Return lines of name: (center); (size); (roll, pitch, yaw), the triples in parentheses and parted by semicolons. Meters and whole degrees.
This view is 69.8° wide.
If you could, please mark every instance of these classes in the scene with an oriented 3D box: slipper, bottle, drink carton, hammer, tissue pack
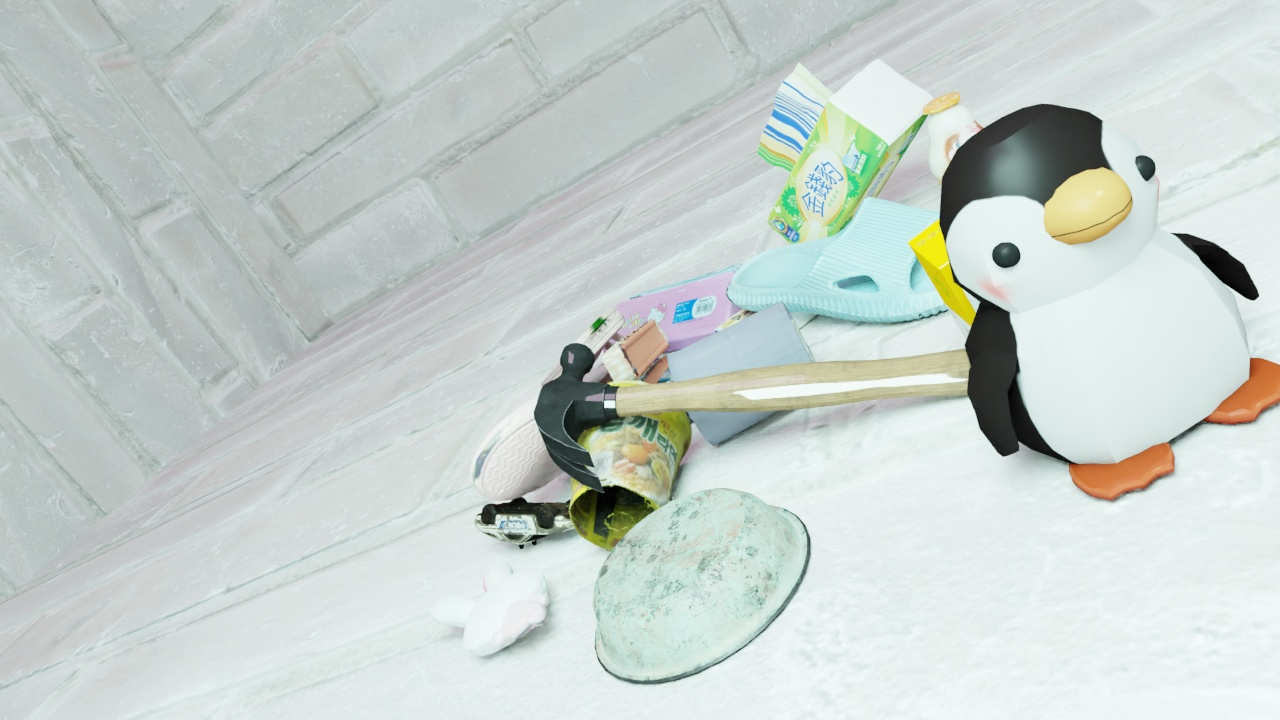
slipper: (-0.048, 0.008, 0.972); (0.094, 0.064, 0.240); (-46, 0, -14)
slipper: (0.184, -0.089, 0.820); (0.277, 0.069, 0.115); (3, 45, 46)
bottle: (0.310, -0.204, 0.890); (0.063, 0.109, 0.063); (-26, 20, 10)
slipper: (-0.080, 0.062, 0.813); (0.107, 0.056, 0.221); (-57, -15, 15)
drink carton: (0.226, -0.042, 0.577); (0.058, 0.122, 0.040); (-37, 33, 8)
hammer: (0.074, 0.025, 0.650); (0.306, 0.040, 0.132); (-6, 38, 15)
tissue pack: (0.193, -0.225, 0.972); (0.120, 0.141, 0.198); (-41, -15, -37)

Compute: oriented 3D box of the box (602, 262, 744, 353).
box: (0.054, -0.064, 1.049); (0.215, 0.062, 0.139); (-12, 24, 49)

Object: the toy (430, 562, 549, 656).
toy: (-0.101, 0.183, 0.674); (0.075, 0.037, 0.126); (-38, 20, -29)

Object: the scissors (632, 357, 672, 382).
scissors: (0.018, 0.009, 0.986); (0.141, 0.013, 0.112); (-24, 20, 32)

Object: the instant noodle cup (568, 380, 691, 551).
instant noodle cup: (-0.014, 0.084, 0.710); (0.102, 0.102, 0.108); (-25, 27, 22)

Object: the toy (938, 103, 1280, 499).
toy: (0.223, -0.046, 0.489); (0.159, 0.184, 0.140); (-32, 16, 0)

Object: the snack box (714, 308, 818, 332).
snack box: (0.152, -0.059, 0.913); (0.150, 0.026, 0.082); (-36, 19, -14)

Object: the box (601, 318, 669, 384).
box: (-0.005, 0.004, 0.864); (0.186, 0.055, 0.076); (-43, -29, -75)

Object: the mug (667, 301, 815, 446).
mug: (0.091, 0.010, 0.764); (0.104, 0.084, 0.124); (-28, -9, 12)

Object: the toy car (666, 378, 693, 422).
toy car: (0.010, 0.056, 0.822); (0.092, 0.040, 0.037); (-40, 18, -24)

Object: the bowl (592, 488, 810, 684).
bowl: (0.029, 0.132, 0.586); (0.157, 0.038, 0.157); (-29, 18, 10)

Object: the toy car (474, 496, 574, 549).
toy car: (-0.089, 0.137, 0.772); (0.113, 0.040, 0.048); (-6, -1, 36)
